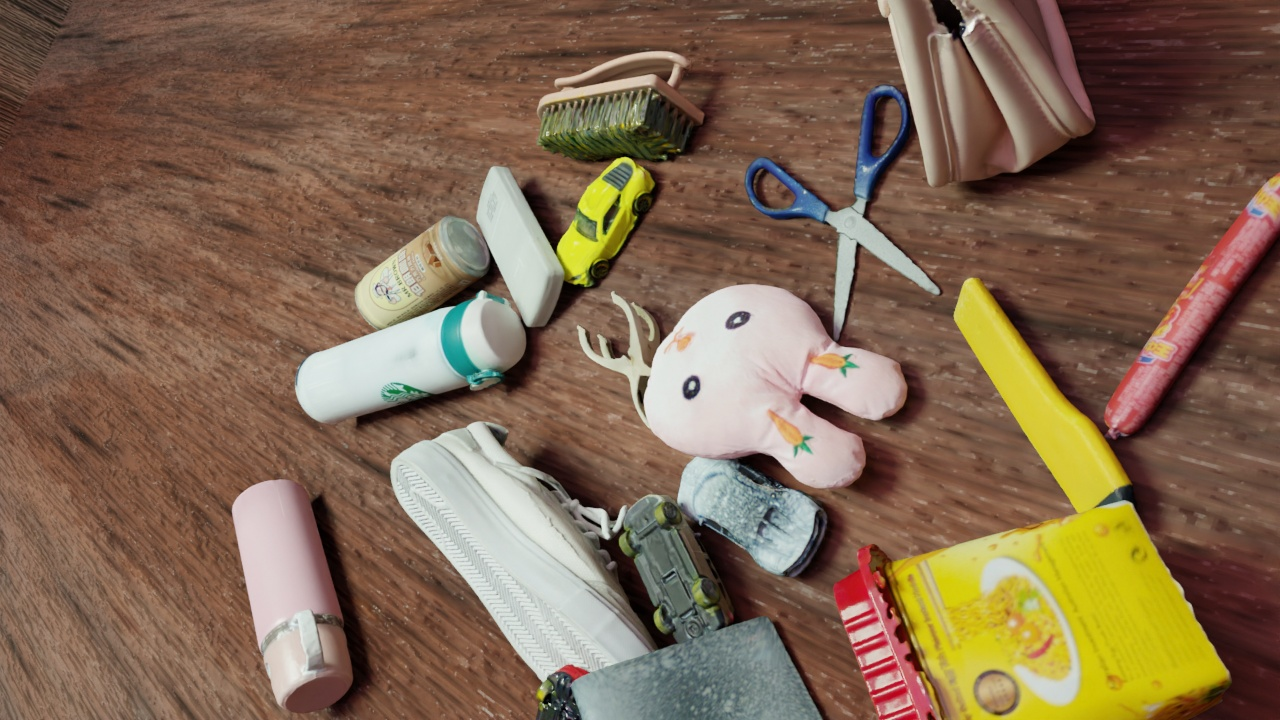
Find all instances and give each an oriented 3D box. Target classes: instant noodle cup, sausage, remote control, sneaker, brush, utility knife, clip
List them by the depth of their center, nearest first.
[{"bbox_3d":[0.165,0.124,0.389,0.124,0.116,0.116,-26,56,16],"label":"instant noodle cup"},{"bbox_3d":[0.262,-0.027,0.429,0.020,0.020,0.156,38,97,42],"label":"sausage"},{"bbox_3d":[0.200,0.019,0.459,0.033,0.015,0.153,117,143,-45],"label":"utility knife"},{"bbox_3d":[-0.055,0.127,0.593,0.242,0.090,0.090,40,138,25],"label":"sneaker"},{"bbox_3d":[-0.013,0.008,0.633,0.084,0.034,0.104,-25,65,25],"label":"clip"},{"bbox_3d":[-0.023,-0.195,0.708,0.146,0.063,0.073,7,80,43],"label":"brush"},{"bbox_3d":[-0.099,-0.095,0.743,0.150,0.021,0.058,62,139,38],"label":"remote control"}]

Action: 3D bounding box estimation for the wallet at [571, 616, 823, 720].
[{"bbox_3d":[0.035,0.193,0.473,0.019,0.120,0.097,98,153,-48],"label":"wallet"}]

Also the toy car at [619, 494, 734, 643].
[{"bbox_3d":[0.021,0.122,0.542,0.042,0.035,0.090,-42,64,28],"label":"toy car"}]

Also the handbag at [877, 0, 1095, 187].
[{"bbox_3d":[0.141,-0.217,0.463,0.094,0.234,0.193,-20,60,30],"label":"handbag"}]

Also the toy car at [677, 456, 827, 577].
[{"bbox_3d":[0.061,0.085,0.539,0.106,0.031,0.049,27,87,45],"label":"toy car"}]

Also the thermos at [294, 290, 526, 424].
[{"bbox_3d":[-0.191,0.003,0.758,0.225,0.073,0.073,-15,63,34],"label":"thermos"}]

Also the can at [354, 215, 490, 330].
[{"bbox_3d":[-0.188,-0.073,0.793,0.116,0.058,0.058,-29,55,27],"label":"can"}]

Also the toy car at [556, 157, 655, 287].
[{"bbox_3d":[-0.031,-0.106,0.696,0.048,0.032,0.105,38,99,42],"label":"toy car"}]

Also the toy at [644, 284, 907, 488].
[{"bbox_3d":[0.073,0.012,0.542,0.160,0.054,0.121,21,71,38],"label":"toy"}]

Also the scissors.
[{"bbox_3d":[0.127,-0.097,0.576,0.175,0.012,0.162,28,91,41],"label":"scissors"}]

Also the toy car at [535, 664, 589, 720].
[{"bbox_3d":[-0.041,0.227,0.543,0.049,0.031,0.106,33,124,30],"label":"toy car"}]

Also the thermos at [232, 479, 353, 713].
[{"bbox_3d":[-0.286,0.183,0.750,0.198,0.067,0.087,56,145,41],"label":"thermos"}]
